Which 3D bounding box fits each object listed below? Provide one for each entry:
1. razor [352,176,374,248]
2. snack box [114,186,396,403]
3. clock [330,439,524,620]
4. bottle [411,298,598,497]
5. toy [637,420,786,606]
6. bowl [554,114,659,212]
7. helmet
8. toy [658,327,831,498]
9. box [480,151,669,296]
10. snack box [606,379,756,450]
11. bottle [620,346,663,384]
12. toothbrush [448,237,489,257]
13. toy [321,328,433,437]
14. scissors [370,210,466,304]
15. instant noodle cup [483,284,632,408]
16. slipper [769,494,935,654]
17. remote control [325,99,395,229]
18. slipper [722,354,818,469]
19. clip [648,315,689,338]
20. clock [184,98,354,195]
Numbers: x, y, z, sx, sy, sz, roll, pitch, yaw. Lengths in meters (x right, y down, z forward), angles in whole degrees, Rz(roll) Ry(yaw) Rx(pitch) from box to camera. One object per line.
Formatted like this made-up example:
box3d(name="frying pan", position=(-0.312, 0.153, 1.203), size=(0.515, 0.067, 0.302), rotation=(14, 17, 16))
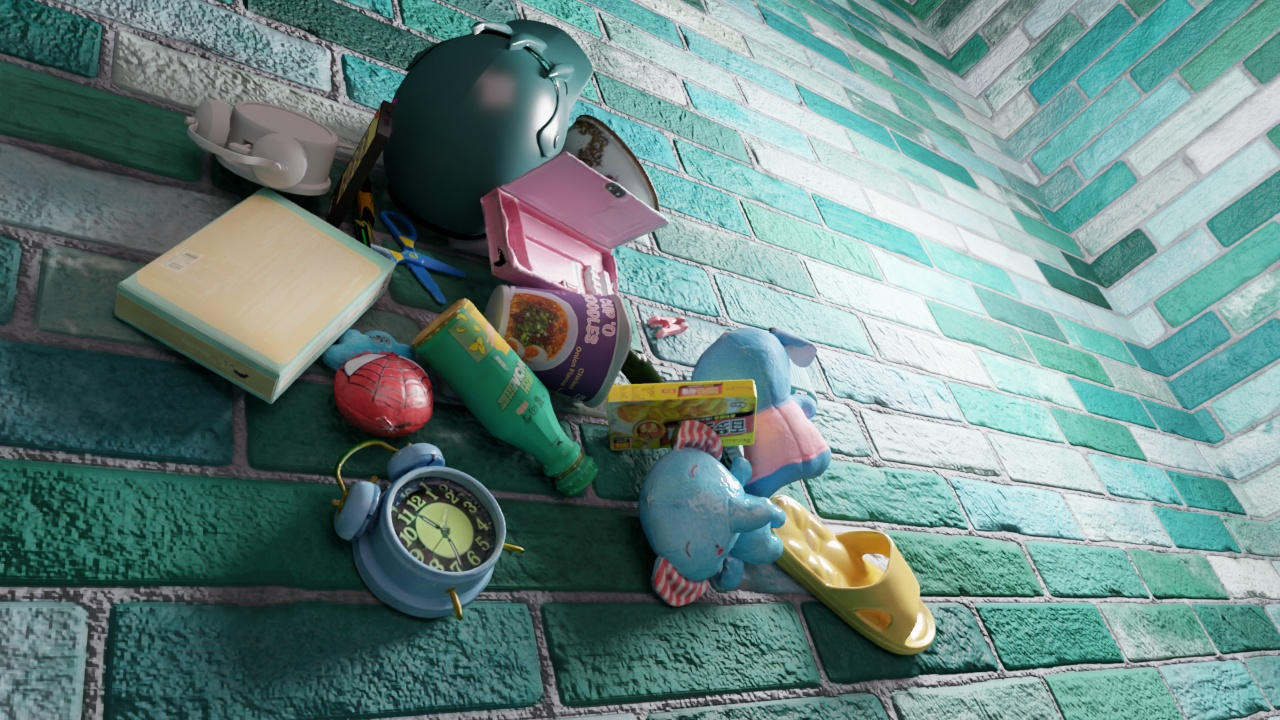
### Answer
box3d(name="razor", position=(-0.281, -0.155, 0.928), size=(0.021, 0.044, 0.144), rotation=(-10, 42, -13))
box3d(name="snack box", position=(-0.320, -0.064, 0.788), size=(0.141, 0.044, 0.193), rotation=(31, 37, -3))
box3d(name="clock", position=(-0.179, 0.131, 0.740), size=(0.162, 0.060, 0.117), rotation=(41, 38, 1))
box3d(name="bottle", position=(-0.120, 0.041, 0.860), size=(0.209, 0.068, 0.067), rotation=(50, 35, -14))
box3d(name="toy", position=(0.083, 0.159, 0.918), size=(0.180, 0.115, 0.183), rotation=(19, 68, -26))
box3d(name="bowl", position=(-0.063, -0.210, 1.133), size=(0.093, 0.160, 0.160), rotation=(-40, 84, -13))
box3d(name="helmet", position=(-0.162, -0.269, 1.005), size=(0.176, 0.201, 0.273), rotation=(31, 36, -1))
box3d(name="toy", position=(0.122, 0.061, 1.025), size=(0.223, 0.099, 0.191), rotation=(-22, 83, -23))
box3d(name="box", position=(-0.055, -0.125, 0.984), size=(0.232, 0.116, 0.106), rotation=(22, 55, -60))
box3d(name="snack box", position=(0.043, 0.057, 0.947), size=(0.152, 0.075, 0.025), rotation=(-2, 43, 1))
box3d(name="bottle", position=(-0.006, 0.006, 0.996), size=(0.123, 0.033, 0.033), rotation=(54, 14, -59))
box3d(name="toothbrush", position=(-0.132, -0.117, 1.057), size=(0.187, 0.018, 0.019), rotation=(12, 37, -36))
box3d(name="toy", position=(-0.229, 0.015, 0.806), size=(0.092, 0.062, 0.133), rotation=(15, 33, -44))
box3d(name="scissors", position=(-0.242, -0.106, 0.946), size=(0.125, 0.016, 0.123), rotation=(51, 40, 11))
box3d(name="instant noodle cup", position=(-0.091, -0.024, 0.926), size=(0.121, 0.137, 0.121), rotation=(13, 78, -22))
box3d(name="slipper", position=(0.246, 0.236, 1.032), size=(0.263, 0.079, 0.099), rotation=(37, 39, -10))
box3d(name="remote control", position=(-0.274, -0.188, 0.892), size=(0.013, 0.134, 0.058), rotation=(22, 41, -28))
box3d(name="slipper", position=(0.158, 0.046, 1.140), size=(0.116, 0.070, 0.275), rotation=(31, 39, -13))
box3d(name="clip", position=(0.032, -0.046, 1.148), size=(0.045, 0.023, 0.059), rotation=(48, 42, 2))
box3d(name="clock", position=(-0.352, -0.198, 0.861), size=(0.120, 0.061, 0.159), rotation=(28, 20, 9))
